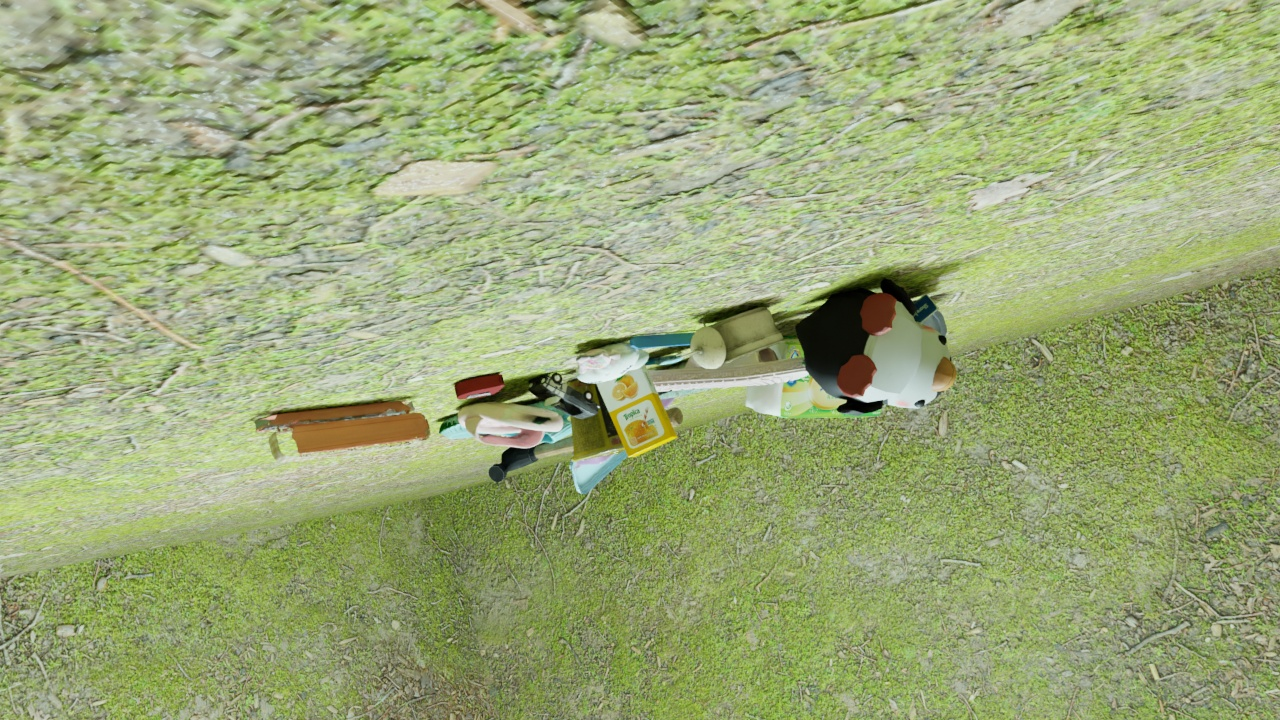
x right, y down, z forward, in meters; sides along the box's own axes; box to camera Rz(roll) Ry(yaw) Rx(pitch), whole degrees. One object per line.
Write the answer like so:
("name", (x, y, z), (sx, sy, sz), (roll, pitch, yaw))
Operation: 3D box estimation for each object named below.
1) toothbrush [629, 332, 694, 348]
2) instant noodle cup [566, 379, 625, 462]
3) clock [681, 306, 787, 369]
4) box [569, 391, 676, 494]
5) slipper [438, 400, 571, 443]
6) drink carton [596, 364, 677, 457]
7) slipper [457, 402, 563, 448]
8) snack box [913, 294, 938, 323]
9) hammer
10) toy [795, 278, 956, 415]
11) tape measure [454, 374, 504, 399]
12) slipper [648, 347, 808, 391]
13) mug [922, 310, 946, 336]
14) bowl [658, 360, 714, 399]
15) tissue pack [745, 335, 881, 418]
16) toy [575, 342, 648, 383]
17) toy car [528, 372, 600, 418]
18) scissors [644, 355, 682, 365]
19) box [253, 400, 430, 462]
("toothbrush", (0.050, -0.026, 1.055), (0.166, 0.016, 0.014), (-5, 169, -46))
("instant noodle cup", (-0.058, 0.077, 1.260), (0.102, 0.108, 0.102), (-14, 173, -2))
("clock", (0.094, -0.024, 1.005), (0.140, 0.054, 0.093), (-17, 176, -42))
("box", (-0.031, 0.120, 1.508), (0.213, 0.062, 0.140), (-39, 164, -37))
("slipper", (-0.165, 0.096, 1.378), (0.275, 0.069, 0.116), (-9, 174, -31))
("drink carton", (-0.009, 0.048, 1.105), (0.058, 0.122, 0.040), (-25, 171, 9))
("slipper", (-0.168, 0.086, 1.199), (0.106, 0.055, 0.222), (10, 171, -27))
("snack box", (0.348, -0.051, 1.201), (0.082, 0.026, 0.150), (-40, 172, 14))
("hammer", (-0.075, 0.117, 1.383), (0.306, 0.040, 0.132), (-16, -169, 26))
("toy", (0.285, -0.006, 1.080), (0.184, 0.159, 0.140), (18, -178, -36))
("tape measure", (-0.185, 0.033, 1.041), (0.051, 0.019, 0.059), (-11, 172, -24))
("slipper", (0.096, 0.002, 1.170), (0.240, 0.064, 0.094), (-7, 173, 22))
("mug", (0.379, -0.039, 1.349), (0.124, 0.083, 0.104), (4, 174, 7))
("bowl", (0.093, 0.020, 1.383), (0.157, 0.038, 0.157), (-14, 173, -2))
("tissue pack", (0.229, 0.016, 1.290), (0.197, 0.120, 0.141), (8, -174, -31))
("toy", (-0.036, 0.003, 1.027), (0.076, 0.037, 0.125), (-17, 175, 12))
("toy car", (-0.096, 0.048, 1.151), (0.092, 0.037, 0.040), (32, 147, -31))
("scissors", (-0.009, 0.007, 1.212), (0.113, 0.013, 0.140), (-17, 175, 31))
("box", (-0.319, 0.077, 0.995), (0.076, 0.055, 0.186), (22, -163, 39))
